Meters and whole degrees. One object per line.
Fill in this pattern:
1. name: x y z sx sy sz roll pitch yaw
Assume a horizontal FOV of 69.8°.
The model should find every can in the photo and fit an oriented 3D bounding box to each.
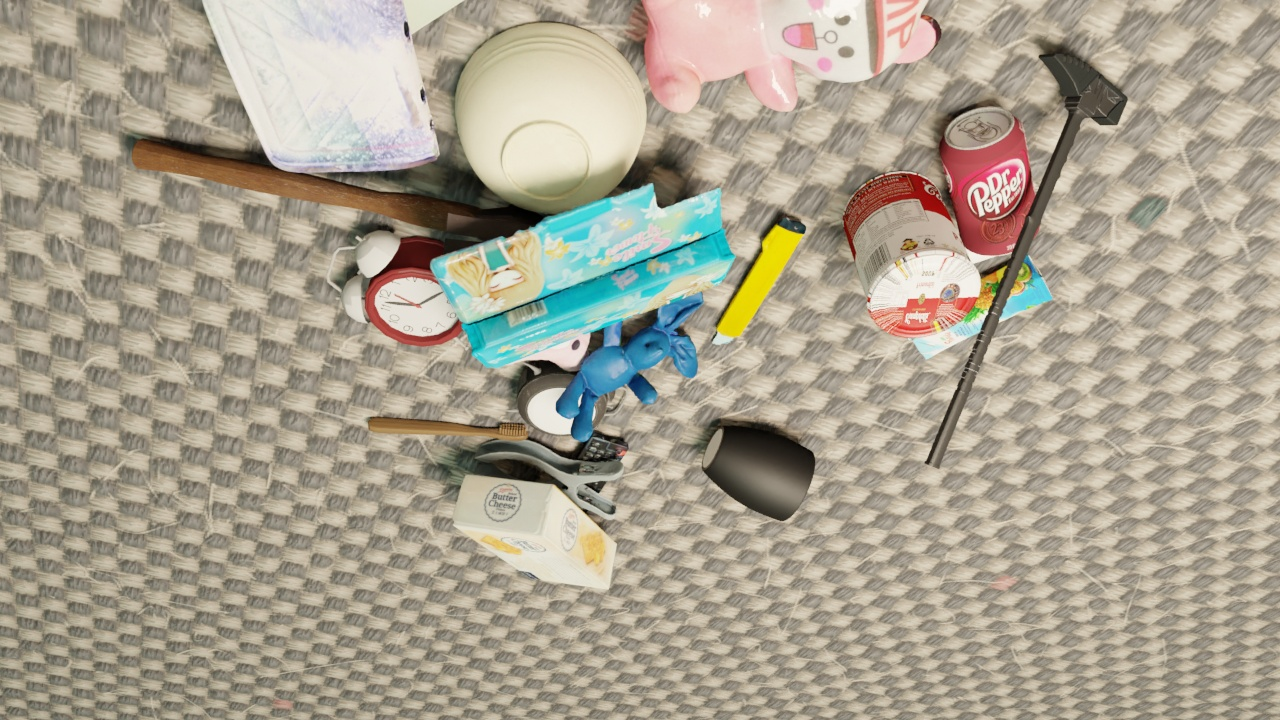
1. can: 0.220 -0.088 0.757 0.086 0.116 0.087 -1 134 -1
2. can: 0.283 -0.143 0.743 0.063 0.063 0.114 -18 131 15

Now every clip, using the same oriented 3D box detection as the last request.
1. clip: -0.101 0.138 1.004 0.163 0.027 0.108 10 129 6

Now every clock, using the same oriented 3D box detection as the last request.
1. clock: -0.207 -0.063 0.816 0.137 0.048 0.096 18 131 -19
2. clock: -0.073 0.040 0.921 0.122 0.043 0.091 16 131 -16

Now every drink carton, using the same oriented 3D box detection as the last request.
1. drink carton: 0.309 -0.047 0.848 0.129 0.044 0.038 -29 128 22

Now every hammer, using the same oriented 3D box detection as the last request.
1. hammer: -0.238 -0.132 0.729 0.323 0.115 0.033 12 110 -1
2. hammer: 0.280 -0.071 0.702 0.095 0.015 0.325 21 92 -31

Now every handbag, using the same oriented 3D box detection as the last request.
1. handbag: -0.219 -0.214 0.653 0.126 0.069 0.159 1 136 5

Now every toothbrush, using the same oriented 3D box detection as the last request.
1. toothbrush: -0.202 0.072 0.968 0.167 0.016 0.016 4 134 -6

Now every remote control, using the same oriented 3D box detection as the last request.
1. remote control: -0.064 0.133 1.027 0.047 0.022 0.151 19 129 -18

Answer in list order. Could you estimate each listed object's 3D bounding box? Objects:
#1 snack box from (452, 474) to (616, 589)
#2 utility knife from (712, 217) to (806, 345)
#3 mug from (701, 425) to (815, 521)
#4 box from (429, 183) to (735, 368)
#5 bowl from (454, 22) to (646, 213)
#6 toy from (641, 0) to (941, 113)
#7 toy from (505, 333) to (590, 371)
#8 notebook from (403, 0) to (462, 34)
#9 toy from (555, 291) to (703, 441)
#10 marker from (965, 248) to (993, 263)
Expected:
1. snack box: -0.108 0.191 1.001 0.104 0.057 0.208 2 153 21
2. utility knife: 0.104 -0.068 0.842 0.030 0.017 0.163 18 130 -11
3. mug: 0.116 0.117 0.986 0.100 0.084 0.119 25 159 -8
4. box: -0.036 -0.064 0.734 0.227 0.056 0.185 -21 163 -3
5. bowl: -0.070 -0.170 0.700 0.151 0.075 0.151 0 133 -1
6. toy: 0.103 -0.246 0.626 0.213 0.084 0.142 -7 136 8
7. toy: -0.085 -0.034 0.847 0.099 0.052 0.096 7 121 -25
8. notebook: -0.114 -0.339 0.581 0.253 0.010 0.182 -23 130 19
9. toy: -0.005 0.005 0.861 0.176 0.071 0.113 -39 123 -8
10. marker: 0.268 -0.088 0.823 0.133 0.023 0.027 -19 153 16
